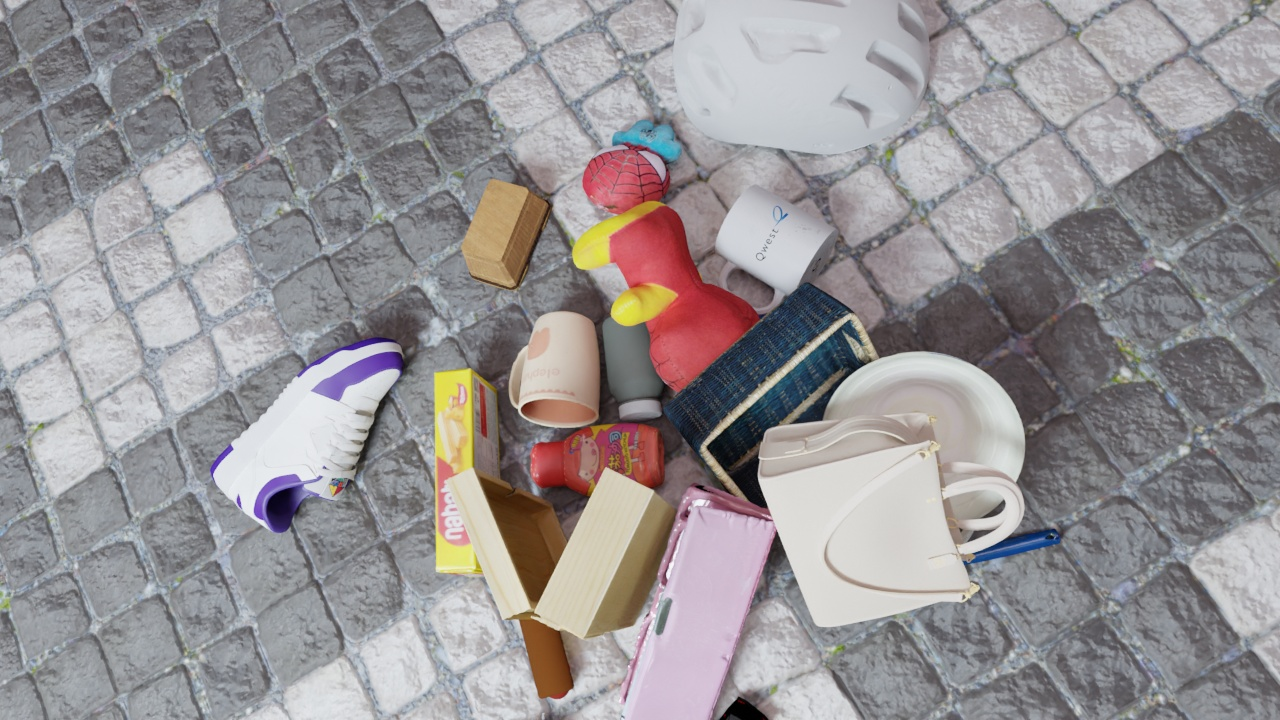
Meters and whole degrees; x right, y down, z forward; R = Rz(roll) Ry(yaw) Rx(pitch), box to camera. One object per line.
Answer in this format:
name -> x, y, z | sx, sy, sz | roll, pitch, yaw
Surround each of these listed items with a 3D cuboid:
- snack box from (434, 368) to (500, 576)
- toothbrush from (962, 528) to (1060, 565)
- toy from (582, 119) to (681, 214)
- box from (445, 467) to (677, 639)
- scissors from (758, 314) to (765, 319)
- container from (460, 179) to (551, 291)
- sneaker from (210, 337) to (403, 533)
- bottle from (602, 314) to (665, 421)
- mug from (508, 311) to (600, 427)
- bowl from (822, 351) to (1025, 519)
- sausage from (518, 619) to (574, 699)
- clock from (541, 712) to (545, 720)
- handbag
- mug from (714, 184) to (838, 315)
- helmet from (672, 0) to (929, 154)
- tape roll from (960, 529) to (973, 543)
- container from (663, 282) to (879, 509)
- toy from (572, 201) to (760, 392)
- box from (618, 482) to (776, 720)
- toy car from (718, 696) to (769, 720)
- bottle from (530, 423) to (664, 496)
snack box -> -0.174, 0.116, 0.932 | 0.042, 0.092, 0.200 | -6, 74, 7
toothbrush -> 0.301, 0.189, 0.869 | 0.190, 0.017, 0.016 | -15, 75, 6
toy -> -0.007, -0.215, 1.010 | 0.092, 0.062, 0.132 | 24, 69, 8
box -> -0.056, 0.172, 0.816 | 0.179, 0.248, 0.141 | 4, 76, 11
scissors -> 0.095, -0.030, 0.965 | 0.131, 0.018, 0.109 | 23, 83, 16
container -> -0.151, -0.143, 1.012 | 0.063, 0.061, 0.114 | 18, 79, 14
sneaker -> -0.333, 0.085, 0.972 | 0.244, 0.092, 0.111 | -42, 73, 1
bottle -> -0.006, 0.006, 0.949 | 0.060, 0.060, 0.108 | -9, 74, 7
mug -> -0.093, 0.011, 0.959 | 0.112, 0.085, 0.104 | -15, 60, 36
bowl -> 0.258, 0.067, 0.847 | 0.177, 0.057, 0.177 | 6, 111, 15
sausage -> -0.101, 0.257, 0.911 | 0.040, 0.040, 0.155 | -19, 73, 4
clock -> -0.087, 0.405, 0.866 | 0.087, 0.042, 0.123 | -34, 71, 0
handbag -> 0.223, 0.130, 0.790 | 0.198, 0.101, 0.195 | -13, 117, 21
mug -> 0.130, -0.106, 0.947 | 0.096, 0.083, 0.119 | 33, 97, 16
helmet -> 0.179, -0.339, 0.990 | 0.282, 0.184, 0.224 | 12, 81, -8
tape roll -> 0.274, 0.141, 0.878 | 0.094, 0.019, 0.094 | -5, 64, 10
container -> 0.133, 0.039, 0.867 | 0.187, 0.145, 0.071 | -41, 43, -3
toy -> 0.038, -0.057, 0.904 | 0.216, 0.099, 0.147 | 53, 46, 0
box -> 0.048, 0.235, 0.829 | 0.099, 0.080, 0.233 | 21, 101, 15
toy car -> 0.080, 0.361, 0.852 | 0.042, 0.036, 0.091 | 35, 83, 16
bottle -> -0.044, 0.102, 0.935 | 0.134, 0.048, 0.071 | -6, 66, 9
